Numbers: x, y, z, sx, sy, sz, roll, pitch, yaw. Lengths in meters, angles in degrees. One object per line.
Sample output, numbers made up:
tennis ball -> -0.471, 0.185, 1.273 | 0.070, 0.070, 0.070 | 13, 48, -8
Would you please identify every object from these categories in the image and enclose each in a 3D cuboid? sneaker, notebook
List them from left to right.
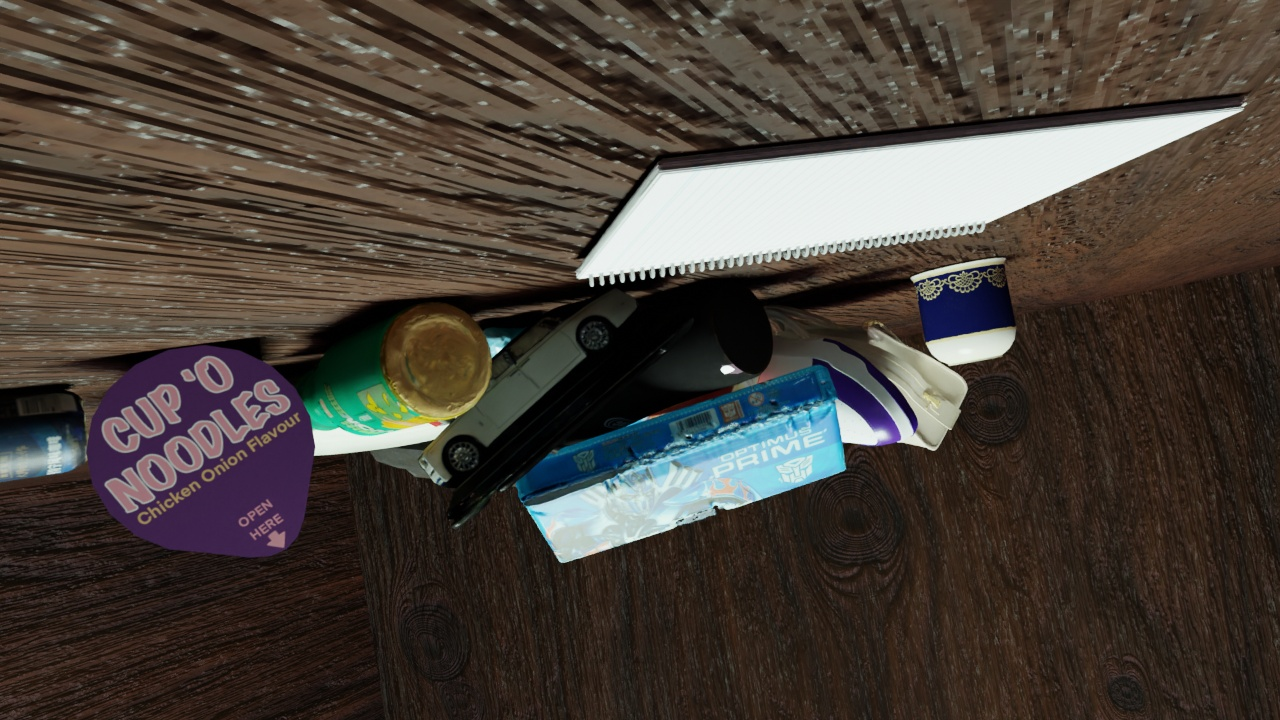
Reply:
sneaker -> 0.133, 0.044, 0.843 | 0.111, 0.092, 0.244 | -43, -152, -16
notebook -> 0.103, -0.072, 0.421 | 0.245, 0.013, 0.178 | -9, 176, -14

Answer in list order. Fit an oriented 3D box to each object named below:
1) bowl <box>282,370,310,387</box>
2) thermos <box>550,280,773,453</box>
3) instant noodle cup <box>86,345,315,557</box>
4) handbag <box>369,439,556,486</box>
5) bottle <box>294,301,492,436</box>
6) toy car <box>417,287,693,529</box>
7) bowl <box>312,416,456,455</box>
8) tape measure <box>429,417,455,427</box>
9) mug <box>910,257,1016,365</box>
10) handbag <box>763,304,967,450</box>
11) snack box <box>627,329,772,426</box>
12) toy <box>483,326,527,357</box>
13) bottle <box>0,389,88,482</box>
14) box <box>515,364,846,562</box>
bowl -> -0.341, 0.054, 0.719 | 0.174, 0.068, 0.174 | -30, -150, 19
thermos -> -0.004, 0.004, 0.723 | 0.219, 0.106, 0.105 | -19, 171, 41
instant noodle cup -> -0.269, 0.055, 0.596 | 0.121, 0.137, 0.122 | -37, -167, -12
handbag -> -0.182, 0.072, 0.931 | 0.197, 0.102, 0.199 | 2, 156, 20
bottle -> -0.173, 0.014, 0.591 | 0.068, 0.068, 0.210 | -8, 176, -38
toy car -> -0.063, 0.019, 0.586 | 0.191, 0.071, 0.094 | -42, 176, -10
bowl -> -0.223, 0.036, 0.779 | 0.176, 0.057, 0.177 | -10, 169, -2
tape measure -> -0.130, 0.013, 0.621 | 0.020, 0.060, 0.062 | 31, -177, -29
mug -> 0.302, -0.042, 0.873 | 0.085, 0.089, 0.112 | -9, 177, -16
handbag -> 0.195, 0.000, 0.932 | 0.197, 0.101, 0.195 | 34, 170, -26
snack box -> 0.039, 0.016, 0.848 | 0.145, 0.040, 0.142 | -12, -145, 29
toy -> -0.111, 0.007, 0.691 | 0.133, 0.062, 0.092 | -15, 166, 32
bottle -> -0.434, 0.053, 0.566 | 0.160, 0.056, 0.056 | -7, 176, -40
box -> 0.035, 0.083, 0.700 | 0.243, 0.085, 0.092 | -19, 169, 3
